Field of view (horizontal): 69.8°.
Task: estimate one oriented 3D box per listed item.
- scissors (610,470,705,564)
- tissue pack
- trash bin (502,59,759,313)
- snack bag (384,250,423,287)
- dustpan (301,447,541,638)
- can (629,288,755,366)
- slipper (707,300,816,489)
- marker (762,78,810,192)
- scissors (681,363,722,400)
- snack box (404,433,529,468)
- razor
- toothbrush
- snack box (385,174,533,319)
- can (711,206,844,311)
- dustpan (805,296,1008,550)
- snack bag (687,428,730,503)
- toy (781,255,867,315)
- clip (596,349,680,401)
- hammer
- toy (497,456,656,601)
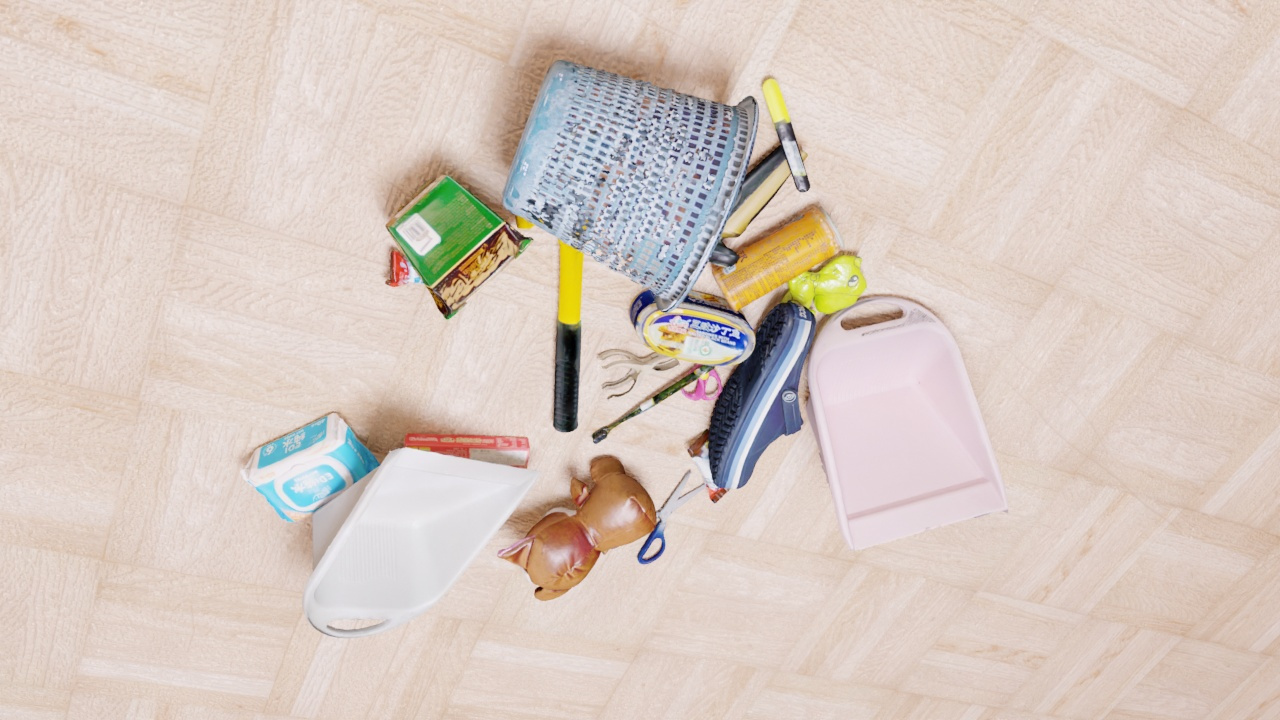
[{"bbox_3d":[0.020,0.217,1.264,0.155,0.012,0.166,-2,121,-13],"label":"scissors"},{"bbox_3d":[-0.387,0.130,1.084,0.140,0.063,0.090,-25,126,4],"label":"tissue pack"},{"bbox_3d":[-0.020,-0.185,0.892,0.195,0.226,0.227,21,116,-10],"label":"trash bin"},{"bbox_3d":[-0.223,-0.098,0.997,0.105,0.026,0.045,0,115,-16],"label":"snack bag"},{"bbox_3d":[-0.271,0.226,1.079,0.258,0.142,0.222,-27,153,30],"label":"dustpan"},{"bbox_3d":[0.061,-0.039,1.077,0.148,0.049,0.075,13,112,-15],"label":"can"},{"bbox_3d":[0.158,0.046,1.123,0.095,0.105,0.253,17,115,-10],"label":"slipper"},{"bbox_3d":[0.155,-0.237,0.972,0.018,0.015,0.124,-21,102,2],"label":"marker"},{"bbox_3d":[0.082,-0.008,1.131,0.054,0.017,0.133,5,118,-6],"label":"scissors"},{"bbox_3d":[-0.218,0.130,1.145,0.152,0.025,0.075,3,122,-14],"label":"snack box"},{"bbox_3d":[0.119,-0.170,1.013,0.067,0.062,0.168,43,102,2],"label":"razor"},{"bbox_3d":[0.015,0.054,1.144,0.186,0.017,0.012,-33,106,16],"label":"toothbrush"},{"bbox_3d":[-0.192,-0.122,0.923,0.118,0.117,0.105,-45,110,-6],"label":"snack box"},{"bbox_3d":[0.156,-0.116,1.051,0.146,0.058,0.058,-30,124,7],"label":"can"},{"bbox_3d":[0.312,0.067,1.113,0.222,0.273,0.139,-15,147,-15],"label":"dustpan"},{"bbox_3d":[0.094,0.142,1.220,0.048,0.026,0.104,-43,130,-25],"label":"snack bag"},{"bbox_3d":[0.222,-0.085,1.103,0.100,0.031,0.097,5,125,-12],"label":"toy"},{"bbox_3d":[-0.009,0.003,1.106,0.102,0.035,0.094,-34,124,5],"label":"clip"},{"bbox_3d":[-0.081,-0.046,1.059,0.128,0.032,0.301,-1,122,-11],"label":"hammer"},{"bbox_3d":[-0.080,0.218,1.182,0.199,0.130,0.140,-42,122,-10],"label":"toy"}]
